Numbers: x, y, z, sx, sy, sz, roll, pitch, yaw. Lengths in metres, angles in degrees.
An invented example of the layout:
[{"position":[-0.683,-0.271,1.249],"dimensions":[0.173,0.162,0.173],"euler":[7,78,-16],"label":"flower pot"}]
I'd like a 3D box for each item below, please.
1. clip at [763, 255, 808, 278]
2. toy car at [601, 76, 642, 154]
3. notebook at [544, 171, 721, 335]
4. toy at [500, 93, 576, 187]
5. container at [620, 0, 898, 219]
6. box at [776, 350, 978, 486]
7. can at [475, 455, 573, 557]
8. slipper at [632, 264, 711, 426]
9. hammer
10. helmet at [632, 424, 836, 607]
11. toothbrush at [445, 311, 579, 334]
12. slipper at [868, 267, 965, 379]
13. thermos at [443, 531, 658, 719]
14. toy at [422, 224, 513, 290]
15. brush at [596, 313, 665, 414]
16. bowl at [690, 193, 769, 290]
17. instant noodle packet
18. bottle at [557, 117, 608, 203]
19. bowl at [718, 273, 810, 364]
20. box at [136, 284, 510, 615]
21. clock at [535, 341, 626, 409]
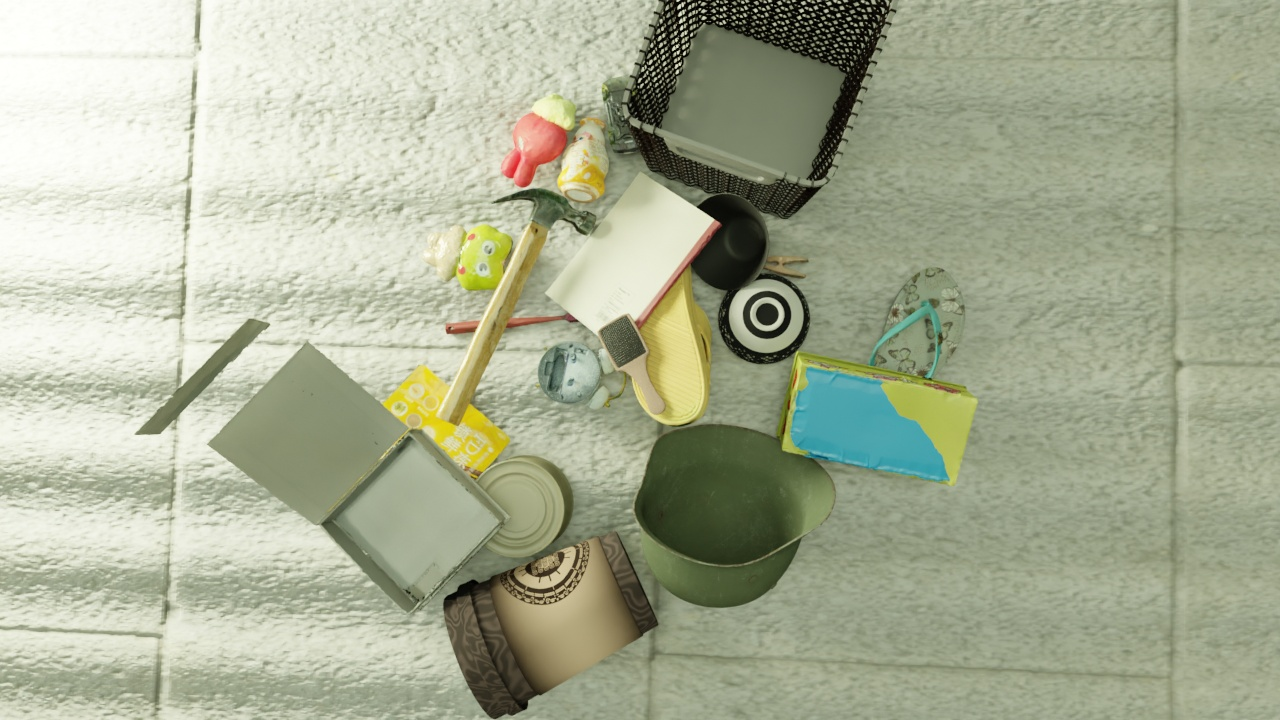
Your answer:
[{"position":[0.191,-0.117,1.211],"dimensions":[0.061,0.025,0.045],"euler":[1,86,11],"label":"clip"},{"position":[-0.022,-0.327,1.228],"dimensions":[0.048,0.033,0.105],"euler":[-10,82,5],"label":"toy car"},{"position":[-0.013,-0.131,1.195],"dimensions":[0.153,0.012,0.209],"euler":[39,91,30],"label":"notebook"},{"position":[-0.135,-0.293,1.219],"dimensions":[0.092,0.045,0.135],"euler":[32,90,38],"label":"toy"},{"position":[0.135,-0.328,1.113],"dimensions":[0.247,0.243,0.245],"euler":[21,88,4],"label":"container"},{"position":[0.289,0.071,1.142],"dimensions":[0.221,0.079,0.124],"euler":[10,102,5],"label":"box"},{"position":[-0.155,0.188,1.190],"dimensions":[0.128,0.073,0.127],"euler":[0,87,3],"label":"can"},{"position":[0.039,-0.035,1.187],"dimensions":[0.100,0.078,0.263],"euler":[-14,68,20],"label":"slipper"},{"position":[-0.183,-0.072,1.196],"dimensions":[0.132,0.033,0.330],"euler":[26,86,-19],"label":"hammer"},{"position":[0.096,0.207,1.109],"dimensions":[0.227,0.267,0.154],"euler":[28,119,30],"label":"helmet"},{"position":[-0.169,-0.052,1.231],"dimensions":[0.190,0.016,0.016],"euler":[-5,87,3],"label":"toothbrush"},{"position":[0.343,0.006,1.181],"dimensions":[0.098,0.054,0.269],"euler":[28,90,2],"label":"slipper"},{"position":[-0.106,0.318,1.140],"dimensions":[0.226,0.173,0.172],"euler":[-25,86,-4],"label":"thermos"},{"position":[-0.233,-0.141,1.227],"dimensions":[0.118,0.043,0.092],"euler":[14,89,5],"label":"toy"},{"position":[-0.007,0.007,1.138],"dimensions":[0.050,0.015,0.135],"euler":[-30,74,9],"label":"brush"},{"position":[0.124,-0.156,1.190],"dimensions":[0.124,0.052,0.124],"euler":[10,108,35],"label":"bowl"},{"position":[-0.300,0.138,1.207],"dimensions":[0.163,0.084,0.221],"euler":[40,84,5],"label":"instant noodle packet"},{"position":[-0.072,-0.266,1.214],"dimensions":[0.063,0.063,0.109],"euler":[9,75,4],"label":"bottle"},{"position":[0.161,-0.056,1.186],"dimensions":[0.120,0.066,0.120],"euler":[0,87,3],"label":"bowl"},{"position":[-0.361,0.111,1.098],"dimensions":[0.418,0.108,0.166],"euler":[44,87,-10],"label":"box"},{"position":[-0.077,0.020,1.202],"dimensions":[0.117,0.057,0.083],"euler":[12,87,4],"label":"clock"}]
